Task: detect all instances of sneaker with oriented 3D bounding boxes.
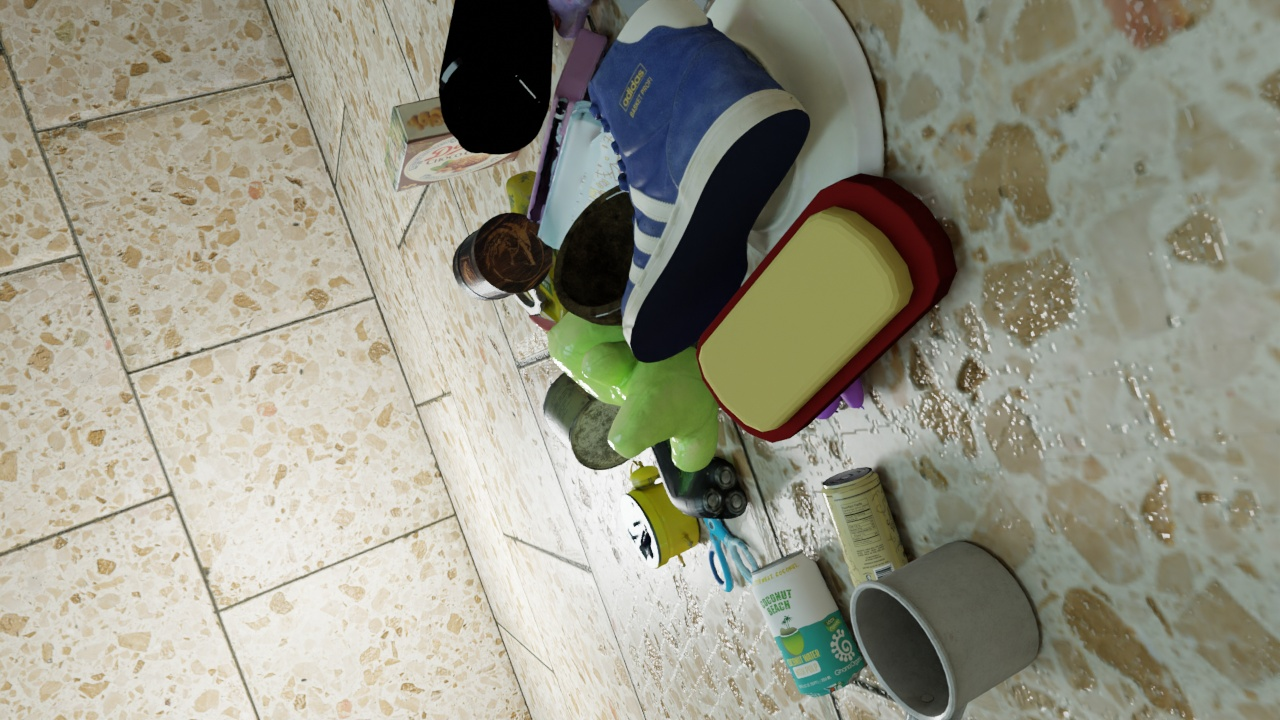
[{"bbox_3d":[0.010,-0.106,0.557,0.118,0.091,0.234,57,155,20],"label":"sneaker"}]

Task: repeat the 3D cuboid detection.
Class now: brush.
[{"bbox_3d":[0.092,-0.022,0.510,0.082,0.041,0.174,50,133,14],"label":"brush"}]

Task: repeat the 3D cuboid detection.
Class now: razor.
[{"bbox_3d":[0.045,0.089,0.833,0.067,0.053,0.151,-64,35,25],"label":"razor"}]

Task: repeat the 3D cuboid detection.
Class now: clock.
[{"bbox_3d":[0.013,0.157,0.947,0.118,0.057,0.083,57,157,29],"label":"clock"}]

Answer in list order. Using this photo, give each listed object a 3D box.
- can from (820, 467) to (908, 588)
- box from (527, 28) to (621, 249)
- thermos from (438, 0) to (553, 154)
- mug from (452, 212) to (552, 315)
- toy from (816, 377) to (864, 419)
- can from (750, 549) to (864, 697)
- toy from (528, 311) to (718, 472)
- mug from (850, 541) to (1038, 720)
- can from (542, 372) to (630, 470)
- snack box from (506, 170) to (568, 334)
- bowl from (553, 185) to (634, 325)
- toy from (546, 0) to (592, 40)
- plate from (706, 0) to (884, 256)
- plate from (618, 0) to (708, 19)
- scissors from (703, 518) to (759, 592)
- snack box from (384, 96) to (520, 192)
[{"bbox_3d":[0.147,0.113,0.597,0.038,0.038,0.079,-14,97,69],"label":"can"},{"bbox_3d":[-0.039,-0.178,0.806,0.215,0.091,0.090,122,168,-64],"label":"box"},{"bbox_3d":[-0.114,-0.242,0.737,0.086,0.086,0.198,93,175,-47],"label":"thermos"},{"bbox_3d":[-0.134,-0.091,0.953,0.116,0.079,0.107,47,161,-15],"label":"mug"},{"bbox_3d":[0.099,-0.004,0.581,0.106,0.055,0.088,38,139,19],"label":"toy"},{"bbox_3d":[0.127,0.202,0.707,0.101,0.054,0.055,65,159,12],"label":"can"},{"bbox_3d":[-0.005,0.005,0.782,0.107,0.150,0.196,-50,48,17],"label":"toy"},{"bbox_3d":[0.176,0.167,0.531,0.084,0.070,0.113,23,131,63],"label":"mug"},{"bbox_3d":[-0.047,0.058,0.956,0.074,0.089,0.090,41,145,53],"label":"can"},{"bbox_3d":[-0.099,-0.106,0.997,0.121,0.045,0.181,45,149,47],"label":"snack box"},{"bbox_3d":[-0.005,-0.077,0.730,0.056,0.121,0.121,34,-171,-44],"label":"bowl"},{"bbox_3d":[-0.056,-0.303,0.720,0.100,0.036,0.080,135,122,-69],"label":"toy"},{"bbox_3d":[0.074,-0.138,0.554,0.182,0.034,0.183,51,153,40],"label":"plate"},{"bbox_3d":[0.010,-0.295,0.586,0.179,0.012,0.178,-17,90,70],"label":"plate"},{"bbox_3d":[0.070,0.165,0.877,0.140,0.013,0.118,56,154,26],"label":"scissors"},{"bbox_3d":[-0.190,-0.235,0.963,0.041,0.143,0.147,70,159,2],"label":"snack box"}]
